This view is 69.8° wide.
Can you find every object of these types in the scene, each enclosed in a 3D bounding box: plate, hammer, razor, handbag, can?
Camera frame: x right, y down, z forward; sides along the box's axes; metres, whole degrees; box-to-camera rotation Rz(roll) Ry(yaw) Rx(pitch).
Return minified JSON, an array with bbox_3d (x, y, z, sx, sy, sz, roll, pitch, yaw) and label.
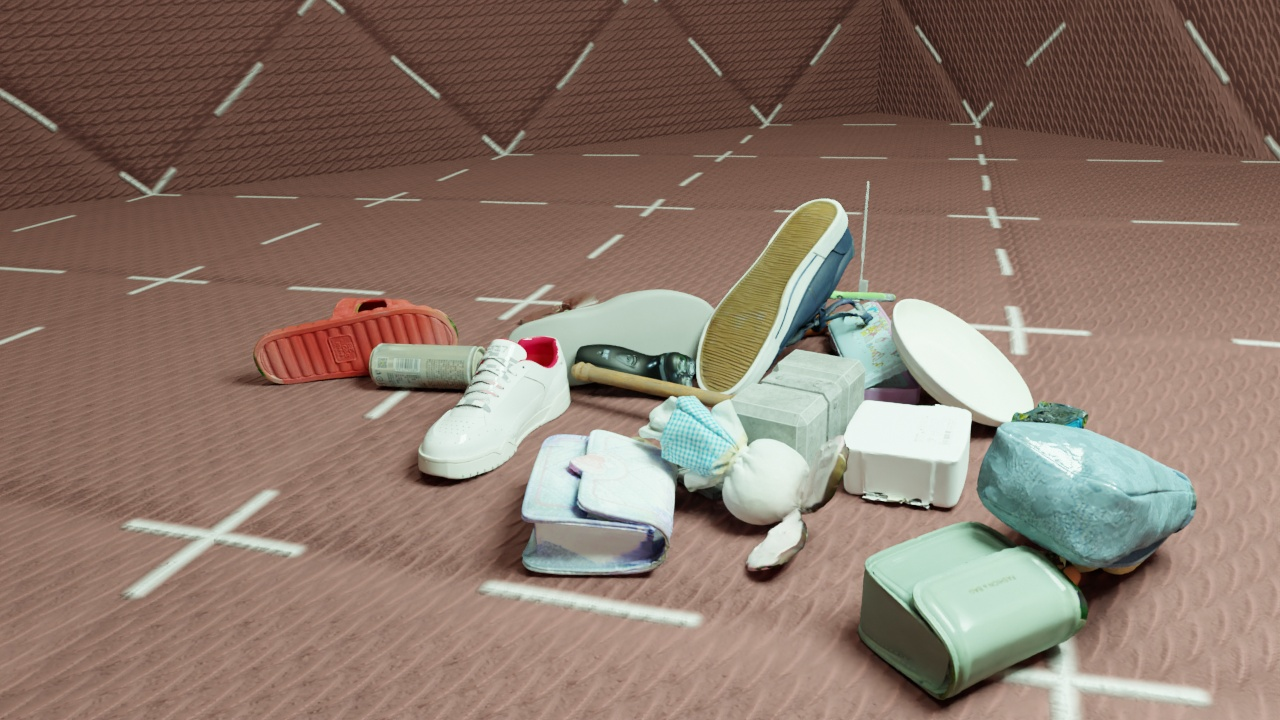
[{"bbox_3d":[0.339,0.008,0.992,0.182,0.034,0.182,23,36,-18],"label":"plate"},{"bbox_3d":[0.056,0.037,0.969,0.318,0.083,0.162,11,25,31],"label":"hammer"},{"bbox_3d":[-0.006,0.006,1.064,0.140,0.064,0.052,12,53,2],"label":"razor"},{"bbox_3d":[-0.032,0.118,0.799,0.126,0.069,0.158,1,19,3],"label":"handbag"},{"bbox_3d":[0.331,0.112,0.695,0.122,0.119,0.191,29,17,39],"label":"handbag"},{"bbox_3d":[-0.122,-0.073,1.355,0.119,0.029,0.055,-18,24,-22],"label":"handbag"},{"bbox_3d":[0.225,0.169,0.638,0.121,0.067,0.106,-12,25,-24],"label":"handbag"},{"bbox_3d":[-0.258,0.007,1.120,0.136,0.054,0.054,1,22,10],"label":"can"}]

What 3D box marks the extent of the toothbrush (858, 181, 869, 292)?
[{"bbox_3d":[0.330,-0.172,1.339,0.010,0.182,0.010,15,32,30],"label":"toothbrush"}]

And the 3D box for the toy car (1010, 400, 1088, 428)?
[{"bbox_3d":[0.411,0.067,0.924,0.105,0.032,0.048,-15,24,-42],"label":"toy car"}]

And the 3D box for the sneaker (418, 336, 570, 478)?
[{"bbox_3d":[-0.155,0.034,0.972,0.090,0.104,0.235,9,25,27],"label":"sneaker"}]

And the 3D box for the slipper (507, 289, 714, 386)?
[{"bbox_3d":[-0.034,-0.025,1.132,0.265,0.113,0.080,-11,11,-6],"label":"slipper"}]

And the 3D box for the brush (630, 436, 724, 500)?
[{"bbox_3d":[0.037,0.103,0.900,0.038,0.012,0.151,-18,26,-34],"label":"brush"}]

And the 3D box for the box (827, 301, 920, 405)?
[{"bbox_3d":[0.276,-0.009,1.109,0.078,0.065,0.213,-14,20,8],"label":"box"}]

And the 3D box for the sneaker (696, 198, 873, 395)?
[{"bbox_3d":[0.179,-0.049,1.102,0.121,0.127,0.294,14,61,45],"label":"sneaker"}]

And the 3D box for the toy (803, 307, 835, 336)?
[{"bbox_3d":[0.214,-0.062,1.235,0.127,0.065,0.095,-2,13,-14],"label":"toy"}]

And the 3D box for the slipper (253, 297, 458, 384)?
[{"bbox_3d":[-0.359,-0.030,1.165,0.248,0.104,0.059,-8,36,-9],"label":"slipper"}]

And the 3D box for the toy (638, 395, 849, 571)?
[{"bbox_3d":[0.083,0.098,0.809,0.205,0.131,0.105,28,-8,35],"label":"toy"}]

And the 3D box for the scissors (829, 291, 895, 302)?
[{"bbox_3d":[0.255,-0.088,1.224,0.172,0.021,0.172,2,3,38],"label":"scissors"}]

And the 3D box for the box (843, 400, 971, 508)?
[{"bbox_3d":[0.249,0.101,0.855,0.107,0.091,0.102,3,30,26],"label":"box"}]
